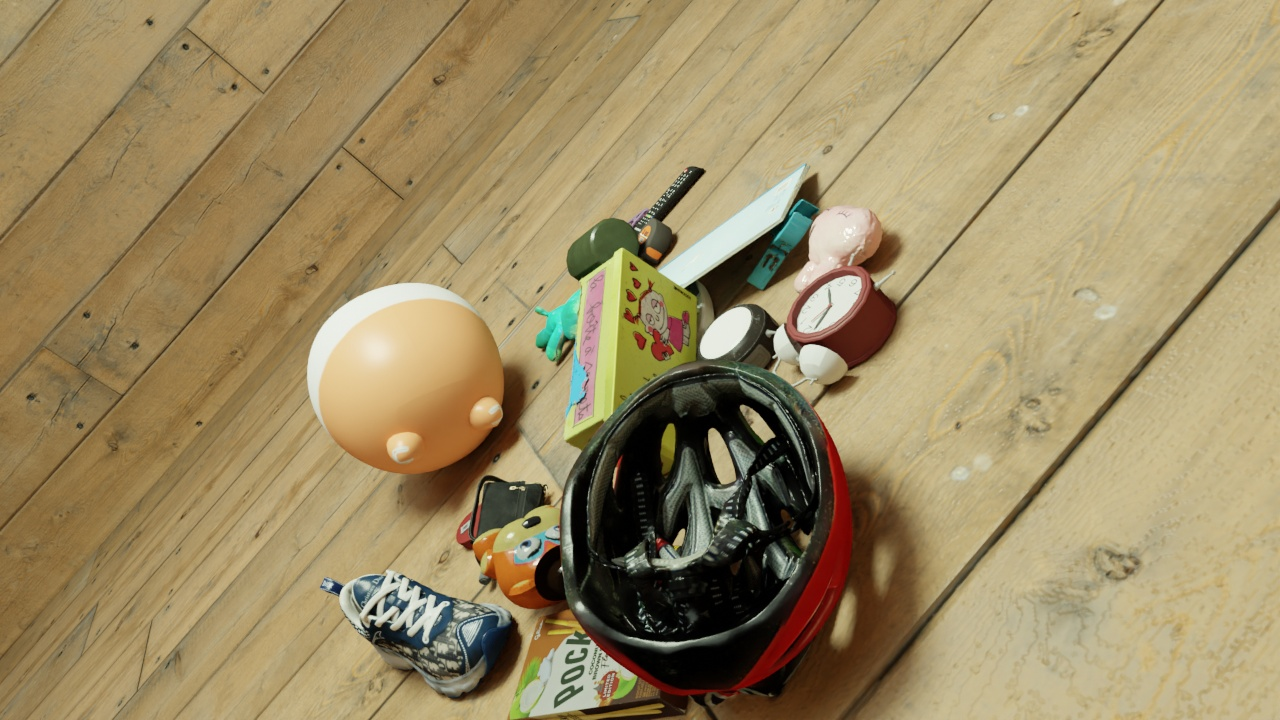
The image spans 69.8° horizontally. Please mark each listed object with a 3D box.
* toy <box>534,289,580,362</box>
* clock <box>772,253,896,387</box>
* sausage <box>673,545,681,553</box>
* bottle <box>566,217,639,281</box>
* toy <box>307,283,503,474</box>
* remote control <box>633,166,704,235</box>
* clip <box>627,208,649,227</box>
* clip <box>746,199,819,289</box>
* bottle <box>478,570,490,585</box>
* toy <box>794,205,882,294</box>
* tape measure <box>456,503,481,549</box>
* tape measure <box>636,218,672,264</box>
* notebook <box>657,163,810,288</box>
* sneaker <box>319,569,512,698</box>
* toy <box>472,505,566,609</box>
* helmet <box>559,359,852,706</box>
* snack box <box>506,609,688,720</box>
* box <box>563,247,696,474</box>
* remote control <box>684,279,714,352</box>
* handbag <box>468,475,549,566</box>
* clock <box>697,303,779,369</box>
[{"bbox_3d":[-0.099,-0.064,1.284,0.194,0.072,0.130,-21,38,57],"label":"toy"},{"bbox_3d":[0.177,-0.031,0.852,0.137,0.048,0.096,-47,27,1],"label":"clock"},{"bbox_3d":[0.025,0.179,0.837,0.156,0.020,0.020,-12,44,49],"label":"sausage"},{"bbox_3d":[-0.065,-0.149,1.317,0.071,0.071,0.207,-56,13,-14],"label":"bottle"},{"bbox_3d":[-0.314,0.036,1.272,0.262,0.266,0.281,-24,40,-22],"label":"toy"},{"bbox_3d":[0.038,-0.231,1.349,0.147,0.015,0.033,-49,27,0],"label":"remote control"},{"bbox_3d":[-0.007,-0.213,1.396,0.051,0.014,0.045,-52,25,0],"label":"clip"},{"bbox_3d":[0.152,-0.124,0.984,0.103,0.027,0.120,-65,4,-27],"label":"clip"},{"bbox_3d":[-0.175,0.214,1.071,0.030,0.030,0.112,-35,30,24],"label":"bottle"},{"bbox_3d":[0.196,-0.109,0.926,0.105,0.053,0.108,-62,19,1],"label":"toy"},{"bbox_3d":[-0.206,0.209,1.135,0.051,0.019,0.059,-42,28,13],"label":"tape measure"},{"bbox_3d":[0.019,-0.164,1.271,0.059,0.038,0.058,-61,26,6],"label":"tape measure"},{"bbox_3d":[0.086,-0.134,1.094,0.254,0.009,0.180,-33,14,34],"label":"notebook"},{"bbox_3d":[-0.249,0.277,0.988,0.270,0.132,0.103,-9,45,49],"label":"sneaker"},{"bbox_3d":[-0.099,0.197,0.916,0.112,0.096,0.176,-23,24,-24],"label":"toy"},{"bbox_3d":[0.052,0.122,0.698,0.218,0.167,0.271,-14,48,18],"label":"helmet"},{"bbox_3d":[-0.032,0.262,0.799,0.186,0.031,0.100,-25,35,38],"label":"snack box"},{"bbox_3d":[-0.006,0.006,0.961,0.080,0.124,0.220,-32,39,35],"label":"box"},{"bbox_3d":[0.057,-0.050,1.073,0.060,0.028,0.114,-36,30,23],"label":"remote control"},{"bbox_3d":[-0.145,0.180,1.036,0.079,0.054,0.128,-9,39,6],"label":"handbag"},{"bbox_3d":[0.098,-0.020,0.959,0.091,0.044,0.123,-47,27,4],"label":"clock"}]
